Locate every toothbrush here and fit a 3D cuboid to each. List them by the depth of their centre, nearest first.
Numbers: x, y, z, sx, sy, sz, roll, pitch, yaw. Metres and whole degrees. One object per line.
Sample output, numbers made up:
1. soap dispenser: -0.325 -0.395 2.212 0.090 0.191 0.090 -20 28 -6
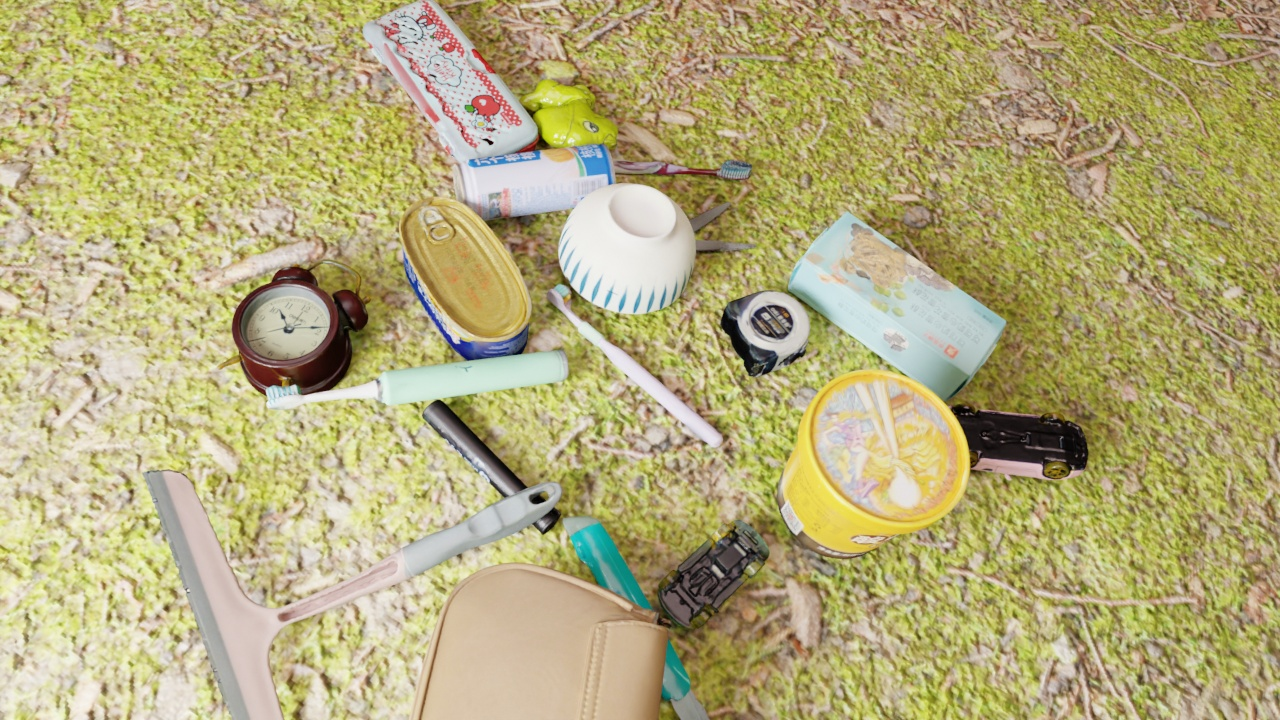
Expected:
1. toothbrush: -0.160 0.017 0.686 0.224 0.027 0.027 -8 59 -25
2. toothbrush: -0.004 0.004 0.747 0.189 0.029 0.021 42 102 12
3. toothbrush: 0.014 -0.183 0.857 0.187 0.017 0.016 2 61 -9

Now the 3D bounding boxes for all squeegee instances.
1. squeegee: -0.167 0.141 0.625 0.249 0.040 0.247 -22 71 -20

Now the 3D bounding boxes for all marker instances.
1. marker: -0.112 0.078 0.684 0.132 0.020 0.022 42 48 13

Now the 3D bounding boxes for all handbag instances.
1. handbag: -0.063 0.231 0.549 0.148 0.100 0.204 5 62 7

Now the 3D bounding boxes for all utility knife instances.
1. utility knife: -0.002 0.186 0.646 0.029 0.013 0.186 -24 66 -20

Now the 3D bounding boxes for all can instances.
1. can: -0.142 -0.064 0.742 0.074 0.049 0.148 -27 69 -24
2. can: -0.093 -0.155 0.801 0.134 0.053 0.053 -11 63 -16

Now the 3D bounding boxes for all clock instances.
1. clock: -0.257 -0.026 0.696 0.082 0.055 0.121 25 62 5

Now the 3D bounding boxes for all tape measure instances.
1. tape measure: 0.109 -0.025 0.776 0.066 0.034 0.065 -17 67 -17

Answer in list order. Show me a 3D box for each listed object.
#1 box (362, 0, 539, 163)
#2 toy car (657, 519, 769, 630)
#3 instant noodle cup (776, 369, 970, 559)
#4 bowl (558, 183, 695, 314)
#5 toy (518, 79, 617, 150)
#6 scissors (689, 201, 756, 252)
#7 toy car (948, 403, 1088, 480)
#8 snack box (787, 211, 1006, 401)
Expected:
1. box: -0.178 -0.256 0.849 0.086 0.047 0.201 -30 70 -24
2. toy car: 0.052 0.155 0.660 0.091 0.036 0.043 -36 73 -27
3. instant noodle cup: 0.160 0.085 0.675 0.118 0.115 0.118 5 60 -9
4. bowl: -0.007 -0.103 0.764 0.116 0.066 0.116 6 58 -10
5. toy: -0.068 -0.226 0.857 0.096 0.031 0.100 8 49 -4
6. scissors: 0.014 -0.101 0.817 0.159 0.014 0.177 27 57 3
7. toy car: 0.304 0.069 0.758 0.122 0.037 0.056 7 56 8
8. snack box: 0.221 -0.048 0.799 0.175 0.052 0.074 37 60 12
